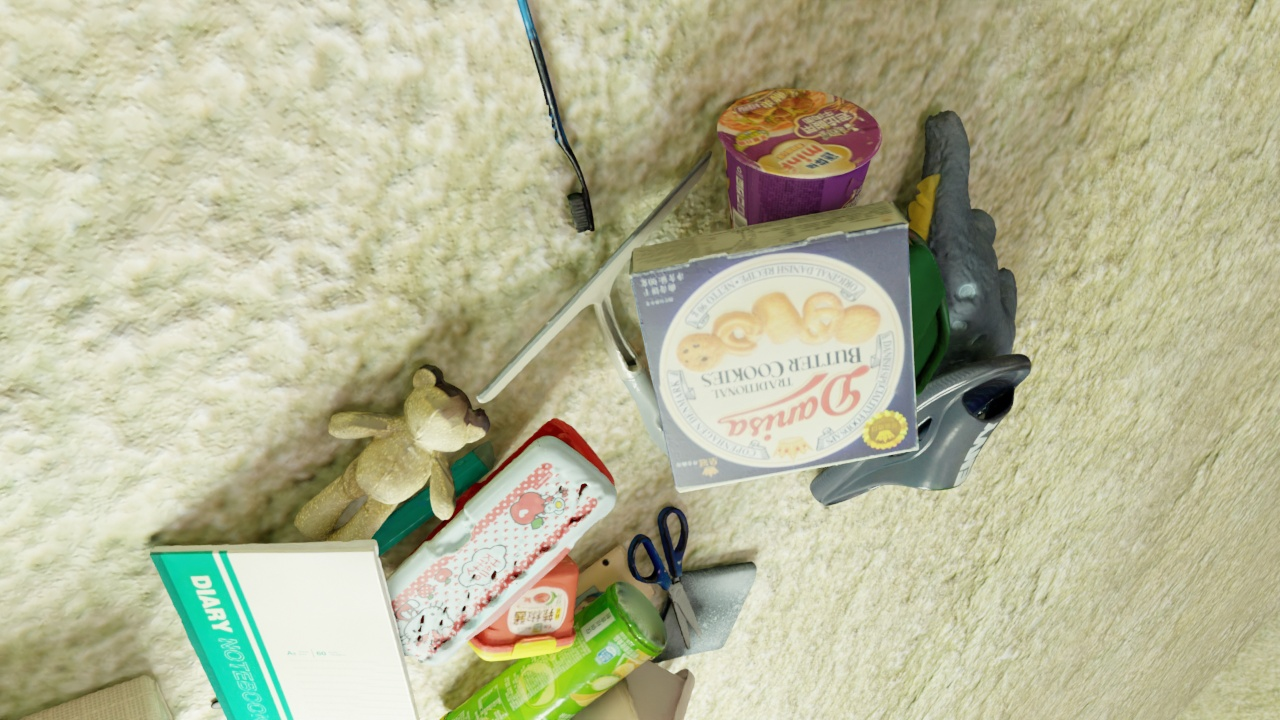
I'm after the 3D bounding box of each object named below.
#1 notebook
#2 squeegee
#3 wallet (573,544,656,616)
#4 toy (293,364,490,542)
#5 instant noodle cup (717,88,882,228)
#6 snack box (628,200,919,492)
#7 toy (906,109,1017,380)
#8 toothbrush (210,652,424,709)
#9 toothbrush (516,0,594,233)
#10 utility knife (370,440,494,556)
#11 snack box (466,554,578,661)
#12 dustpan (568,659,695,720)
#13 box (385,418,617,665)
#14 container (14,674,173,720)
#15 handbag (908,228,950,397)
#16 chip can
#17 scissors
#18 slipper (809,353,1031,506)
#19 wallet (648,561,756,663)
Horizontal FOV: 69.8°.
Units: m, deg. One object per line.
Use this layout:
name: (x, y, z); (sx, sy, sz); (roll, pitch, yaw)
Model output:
notebook: (-0.243, 0.208, 0.654); (0.150, 0.012, 0.209); (-1, 123, 3)
squeegee: (-0.004, 0.004, 0.712); (0.246, 0.039, 0.247); (-49, 142, -20)
wallet: (-0.046, 0.228, 0.846); (0.115, 0.024, 0.087); (-36, 128, -8)
toy: (-0.174, 0.077, 0.637); (0.105, 0.066, 0.157); (44, 96, -2)
instant noodle cup: (0.110, -0.124, 0.659); (0.111, 0.111, 0.099); (-24, 139, -18)
snack box: (0.097, -0.005, 0.640); (0.178, 0.045, 0.183); (-11, 118, 5)
toy: (0.292, -0.053, 0.845); (0.137, 0.091, 0.356); (-60, 140, -25)
toothbrush: (-0.242, 0.254, 0.736); (0.188, 0.017, 0.014); (-6, 122, -29)
toothbrush: (-0.057, -0.160, 0.582); (0.016, 0.014, 0.190); (-14, 129, 3)
utility knife: (-0.173, 0.115, 0.691); (0.161, 0.013, 0.029); (-37, 131, -3)
snack box: (-0.100, 0.192, 0.751); (0.091, 0.082, 0.080); (5, 103, -37)
dustpan: (-0.024, 0.382, 0.836); (0.139, 0.273, 0.223); (39, 102, -20)
box: (-0.113, 0.133, 0.661); (0.201, 0.094, 0.091); (-44, 159, 8)
container: (-0.373, 0.284, 0.620); (0.110, 0.090, 0.090); (-18, 128, -26)
handbag: (0.195, -0.037, 0.733); (0.131, 0.068, 0.120); (-39, 120, -46)
chip can: (-0.077, 0.281, 0.800); (0.221, 0.072, 0.072); (-40, 134, 10)
scissors: (0.025, 0.218, 0.861); (0.128, 0.012, 0.173); (-9, 108, -45)
slipper: (0.265, 0.086, 0.845); (0.110, 0.083, 0.269); (-9, 153, -37)
wallet: (0.061, 0.259, 0.941); (0.097, 0.019, 0.121); (0, 121, -31)
